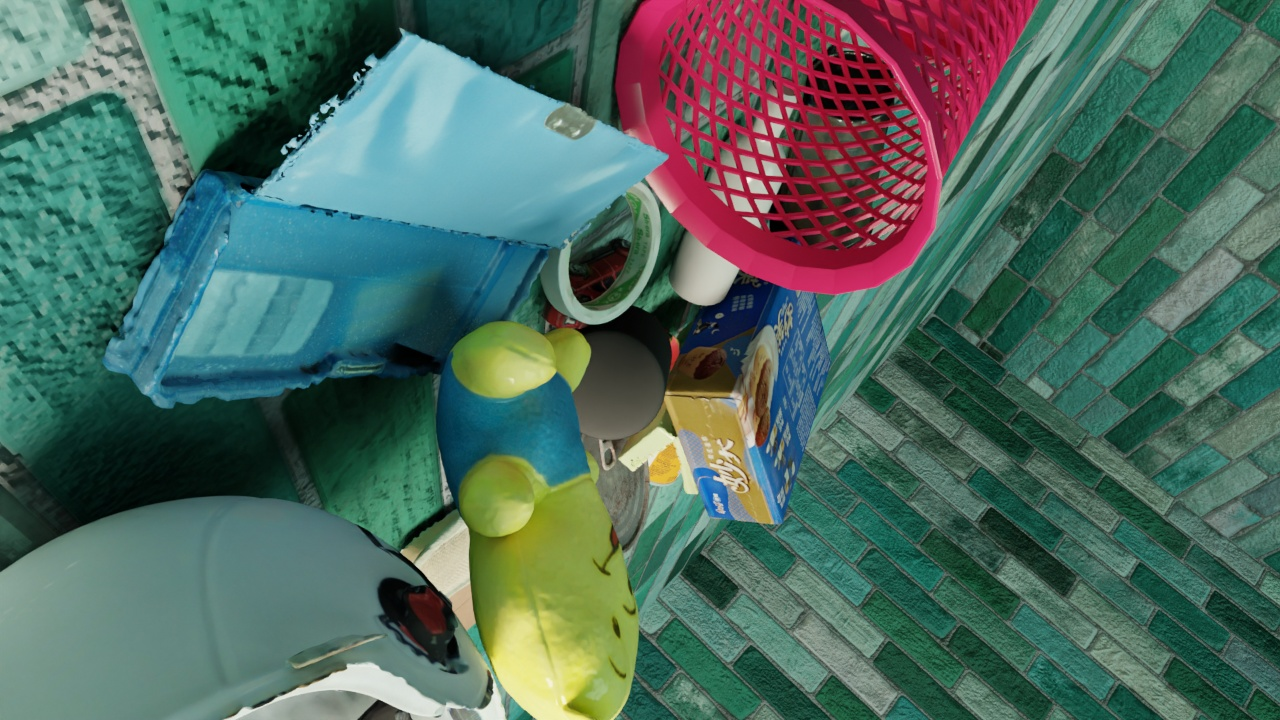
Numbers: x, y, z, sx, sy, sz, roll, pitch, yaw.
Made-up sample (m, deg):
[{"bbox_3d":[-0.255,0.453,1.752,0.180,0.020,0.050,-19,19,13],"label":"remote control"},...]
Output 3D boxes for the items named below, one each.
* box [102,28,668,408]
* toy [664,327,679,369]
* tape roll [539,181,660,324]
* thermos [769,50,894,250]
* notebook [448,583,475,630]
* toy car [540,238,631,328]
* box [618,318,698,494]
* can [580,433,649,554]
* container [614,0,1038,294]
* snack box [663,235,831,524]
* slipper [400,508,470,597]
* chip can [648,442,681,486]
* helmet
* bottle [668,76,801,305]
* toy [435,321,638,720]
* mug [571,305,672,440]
[{"bbox_3d":[-0.094,-0.058,0.411,0.177,0.047,0.231,-45,166,17],"label":"box"},{"bbox_3d":[-0.005,0.005,0.807,0.103,0.046,0.084,-22,163,-49],"label":"toy"},{"bbox_3d":[-0.023,-0.068,0.562,0.093,0.018,0.094,-31,134,-41],"label":"tape roll"},{"bbox_3d":[0.164,-0.158,0.786,0.098,0.098,0.221,-44,160,-17],"label":"thermos"},{"bbox_3d":[-0.208,0.268,0.939,0.141,0.008,0.210,-37,161,-35],"label":"notebook"},{"bbox_3d":[-0.030,-0.051,0.624,0.091,0.036,0.042,-39,162,-50],"label":"toy car"},{"bbox_3d":[0.048,0.024,0.827,0.187,0.090,0.078,-59,172,-45],"label":"box"},{"bbox_3d":[-0.041,0.104,0.792,0.129,0.044,0.130,18,70,-61],"label":"can"},{"bbox_3d":[0.126,-0.179,0.512,0.225,0.183,0.184,-49,166,-28],"label":"container"},{"bbox_3d":[0.100,0.013,0.794,0.202,0.069,0.155,-64,144,-41],"label":"snack box"},{"bbox_3d":[-0.111,0.145,0.806,0.271,0.054,0.115,-28,147,-49],"label":"slipper"},{"bbox_3d":[0.058,0.037,0.987,0.075,0.075,0.216,-26,153,-54],"label":"chip can"},{"bbox_3d":[-0.196,0.146,0.397,0.236,0.163,0.264,-35,155,-3],"label":"helmet"},{"bbox_3d":[0.073,-0.124,0.687,0.052,0.052,0.196,-37,161,-37],"label":"bottle"},{"bbox_3d":[-0.052,0.086,0.474,0.084,0.214,0.149,-14,174,9],"label":"toy"},{"bbox_3d":[-0.036,0.011,0.655,0.114,0.078,0.088,-15,-167,9],"label":"mug"}]
